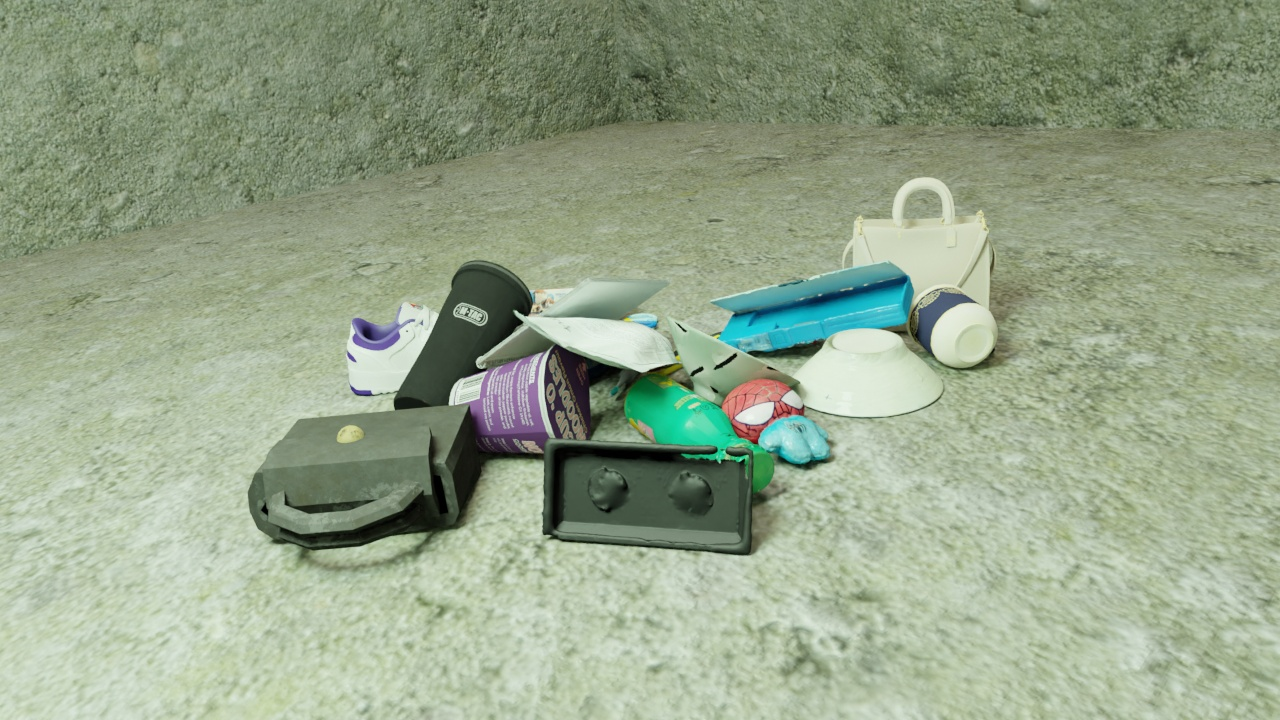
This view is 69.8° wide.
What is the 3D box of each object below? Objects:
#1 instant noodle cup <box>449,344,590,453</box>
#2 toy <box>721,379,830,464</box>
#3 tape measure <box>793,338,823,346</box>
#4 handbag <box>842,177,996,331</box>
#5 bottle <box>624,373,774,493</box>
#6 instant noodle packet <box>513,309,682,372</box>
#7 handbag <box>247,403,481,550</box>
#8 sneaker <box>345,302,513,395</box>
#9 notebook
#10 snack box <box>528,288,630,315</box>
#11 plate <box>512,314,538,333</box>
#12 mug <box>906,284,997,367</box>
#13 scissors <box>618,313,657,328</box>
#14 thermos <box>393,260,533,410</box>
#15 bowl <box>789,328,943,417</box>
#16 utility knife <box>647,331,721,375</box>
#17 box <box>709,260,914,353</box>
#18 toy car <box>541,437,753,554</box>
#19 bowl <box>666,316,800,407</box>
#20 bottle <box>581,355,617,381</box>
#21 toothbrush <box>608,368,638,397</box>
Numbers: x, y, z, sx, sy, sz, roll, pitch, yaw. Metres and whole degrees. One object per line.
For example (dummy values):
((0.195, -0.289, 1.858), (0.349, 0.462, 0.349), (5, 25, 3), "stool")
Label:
((-0.132, 0.047, 0.999), (0.122, 0.122, 0.136), (-9, 29, 18), "instant noodle cup")
((0.139, 0.064, 0.947), (0.092, 0.062, 0.133), (-20, 36, -25), "toy")
((0.213, -0.038, 1.236), (0.062, 0.020, 0.060), (-5, 27, 5), "tape measure")
((0.368, -0.143, 1.218), (0.195, 0.198, 0.101), (-1, 22, 13), "handbag")
((0.058, 0.074, 0.927), (0.068, 0.068, 0.210), (-16, 23, -24), "bottle")
((-0.032, -0.015, 1.022), (0.147, 0.057, 0.269), (22, 6, 13), "instant noodle packet")
((-0.269, 0.112, 0.870), (0.197, 0.102, 0.199), (-6, 21, 1), "handbag")
((-0.271, -0.027, 1.214), (0.244, 0.111, 0.091), (-7, 21, -2), "sneaker")
((-0.076, -0.048, 1.129), (0.178, 0.013, 0.245), (-34, -9, 21), "notebook")
((-0.110, -0.083, 1.342), (0.145, 0.040, 0.142), (-1, 3, 26), "snack box")
((-0.128, -0.048, 1.271), (0.157, 0.014, 0.157), (-5, -5, -1), "plate")
((0.390, -0.032, 1.108), (0.112, 0.086, 0.089), (26, 16, -19), "mug")
((-0.038, -0.052, 1.352), (0.130, 0.022, 0.070), (-1, 21, 0), "scissors")
((-0.216, -0.017, 1.110), (0.106, 0.106, 0.218), (4, 50, 24), "thermos")
((0.260, 0.004, 1.066), (0.177, 0.058, 0.176), (-5, 21, 2), "bowl")
((0.077, -0.017, 1.224), (0.029, 0.020, 0.187), (16, 29, 40), "utility knife")
((0.211, -0.076, 1.160), (0.244, 0.085, 0.091), (-12, 24, 29), "box")
((0.012, 0.117, 0.832), (0.192, 0.094, 0.071), (0, 1, 17), "toy car")
((0.094, 0.016, 1.055), (0.174, 0.068, 0.174), (25, 0, 0), "bowl")
((-0.076, 0.002, 1.163), (0.056, 0.056, 0.160), (13, 29, 40), "bottle")
((-0.007, 0.007, 1.181), (0.018, 0.019, 0.187), (42, 29, -1), "toothbrush")
